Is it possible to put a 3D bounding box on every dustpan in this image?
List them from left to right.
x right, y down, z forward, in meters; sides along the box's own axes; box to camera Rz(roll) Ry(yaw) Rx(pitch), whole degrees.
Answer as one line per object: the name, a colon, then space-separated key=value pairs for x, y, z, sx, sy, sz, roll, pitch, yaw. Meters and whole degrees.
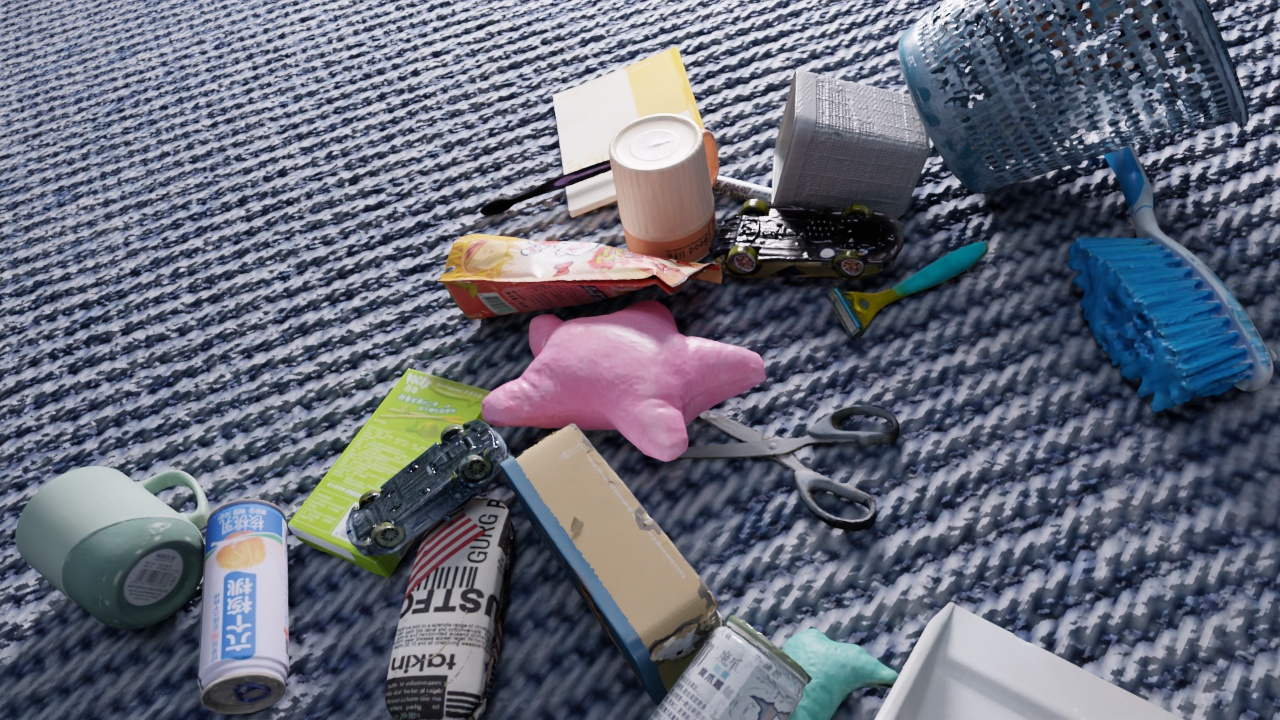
dustpan: x=0.190 y=0.229 z=0.396 sx=0.223 sy=0.143 sz=0.257 roll=24 pitch=59 yaw=29

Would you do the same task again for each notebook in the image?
notebook: x=-0.014 y=-0.233 z=0.913 sx=0.146 sy=0.010 sz=0.206 roll=-19 pitch=47 yaw=10

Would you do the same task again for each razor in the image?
razor: x=0.213 y=-0.061 z=0.718 sx=0.132 sy=0.028 sz=0.043 roll=-26 pitch=72 yaw=-6

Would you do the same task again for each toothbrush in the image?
toothbrush: x=-0.065 y=-0.173 z=0.871 sx=0.189 sy=0.014 sz=0.016 roll=-18 pitch=32 yaw=9

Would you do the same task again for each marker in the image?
marker: x=0.082 y=-0.159 z=0.840 sx=0.146 sy=0.017 sz=0.016 roll=20 pitch=56 yaw=27

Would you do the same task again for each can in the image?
can: x=-0.263 y=0.161 z=0.611 sx=0.053 sy=0.053 sz=0.134 roll=-18 pitch=48 yaw=-4
can: x=0.026 y=0.210 z=0.483 sx=0.058 sy=0.058 sz=0.146 roll=32 pitch=74 yaw=33

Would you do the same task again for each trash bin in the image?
trash bin: x=0.324 y=-0.239 z=0.722 sx=0.196 sy=0.226 sz=0.226 roll=-25 pitch=40 yaw=32

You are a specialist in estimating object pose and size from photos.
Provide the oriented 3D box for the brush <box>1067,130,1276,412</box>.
brush: x=0.374 y=-0.089 z=0.696 sx=0.109 sy=0.061 sz=0.313 roll=-8 pitch=46 yaw=-2

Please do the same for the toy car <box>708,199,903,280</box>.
toy car: x=0.135 y=-0.095 z=0.755 sx=0.158 sy=0.042 sz=0.070 roll=4 pitch=51 yaw=20

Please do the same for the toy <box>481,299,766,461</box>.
toy: x=-0.004 y=0.004 z=0.680 sx=0.195 sy=0.075 sz=0.178 roll=8 pitch=39 yaw=18

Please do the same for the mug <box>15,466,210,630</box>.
mug: x=-0.357 y=0.124 z=0.649 sx=0.106 sy=0.082 sz=0.111 roll=21 pitch=44 yaw=28

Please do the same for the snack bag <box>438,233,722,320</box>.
snack bag: x=-0.049 y=-0.068 z=0.742 sx=0.208 sy=0.073 sz=0.128 roll=2 pitch=8 yaw=21

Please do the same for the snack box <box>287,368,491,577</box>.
snack box: x=-0.180 y=0.078 z=0.684 sx=0.086 sy=0.026 sz=0.156 roll=14 pitch=54 yaw=23

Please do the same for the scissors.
scissors: x=0.100 y=0.064 z=0.647 sx=0.178 sy=0.014 sz=0.159 roll=-22 pitch=46 yaw=-4

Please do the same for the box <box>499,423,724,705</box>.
box: x=-0.021 y=0.118 z=0.574 sx=0.060 sy=0.090 sz=0.184 roll=-33 pitch=48 yaw=-16

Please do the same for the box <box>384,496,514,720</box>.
box: x=-0.120 y=0.155 z=0.586 sx=0.070 sy=0.055 sz=0.164 roll=-20 pitch=43 yaw=19

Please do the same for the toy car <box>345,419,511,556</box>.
toy car: x=-0.143 y=0.088 z=0.622 sx=0.120 sy=0.037 sz=0.054 roll=-36 pitch=35 yaw=-9

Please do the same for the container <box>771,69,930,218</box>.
container: x=0.177 y=-0.180 z=0.779 sx=0.114 sy=0.090 sz=0.090 roll=9 pitch=50 yaw=0

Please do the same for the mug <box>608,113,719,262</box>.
mug: x=0.029 y=-0.153 z=0.786 sx=0.082 sy=0.106 sz=0.114 roll=26 pitch=59 yaw=30

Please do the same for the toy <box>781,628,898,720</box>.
toy: x=0.086 y=0.192 z=0.525 sx=0.096 sy=0.030 sz=0.091 roll=19 pitch=54 yaw=35
